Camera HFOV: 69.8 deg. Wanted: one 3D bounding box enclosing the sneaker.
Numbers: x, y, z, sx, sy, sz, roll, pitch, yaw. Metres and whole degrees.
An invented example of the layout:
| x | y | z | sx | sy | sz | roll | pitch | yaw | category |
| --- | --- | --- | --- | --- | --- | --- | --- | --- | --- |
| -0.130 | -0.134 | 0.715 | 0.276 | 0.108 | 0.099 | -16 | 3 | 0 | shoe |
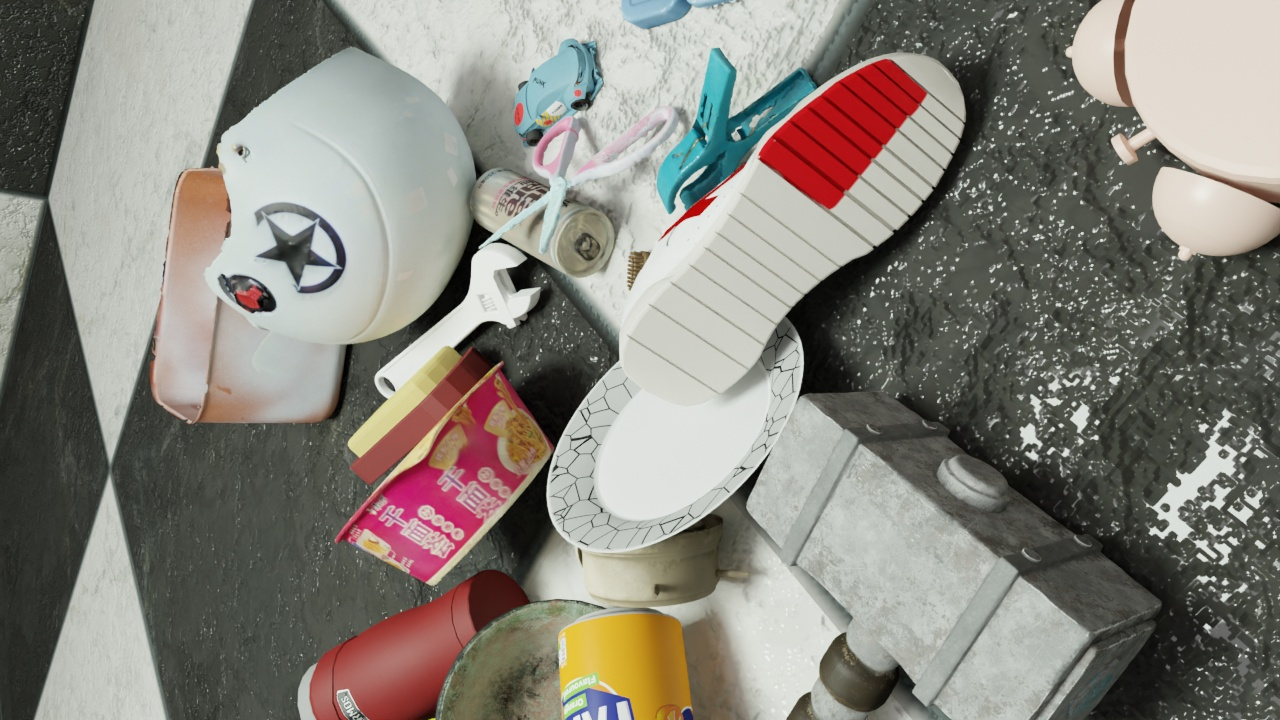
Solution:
| x | y | z | sx | sy | sz | roll | pitch | yaw | category |
| --- | --- | --- | --- | --- | --- | --- | --- | --- | --- |
| 0.074 | -0.086 | 0.538 | 0.237 | 0.090 | 0.104 | -50 | 22 | 20 | sneaker |

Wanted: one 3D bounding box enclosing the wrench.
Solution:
| x | y | z | sx | sy | sz | roll | pitch | yaw | category |
| --- | --- | --- | --- | --- | --- | --- | --- | --- | --- |
| -0.174 | -0.023 | 0.821 | 0.066 | 0.018 | 0.274 | 52 | 134 | -6 | wrench |

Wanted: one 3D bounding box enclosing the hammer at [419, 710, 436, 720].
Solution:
| x | y | z | sx | sy | sz | roll | pitch | yaw | category |
| --- | --- | --- | --- | --- | --- | --- | --- | --- | --- |
| -0.124 | 0.353 | 0.699 | 0.033 | 0.115 | 0.323 | -53 | 39 | 1 | hammer |

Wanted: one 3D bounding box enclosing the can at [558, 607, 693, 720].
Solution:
| x | y | z | sx | sy | sz | roll | pitch | yaw | category |
| --- | --- | --- | --- | --- | --- | --- | --- | --- | --- |
| -0.007 | 0.226 | 0.549 | 0.079 | 0.079 | 0.142 | -35 | 49 | 39 | can |

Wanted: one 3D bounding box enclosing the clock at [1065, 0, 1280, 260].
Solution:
| x | y | z | sx | sy | sz | roll | pitch | yaw | category |
| --- | --- | --- | --- | --- | --- | --- | --- | --- | --- |
| 0.255 | -0.129 | 0.350 | 0.161 | 0.086 | 0.131 | -39 | 58 | 44 | clock |

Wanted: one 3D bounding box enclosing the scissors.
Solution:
| x | y | z | sx | sy | sz | roll | pitch | yaw | category |
| --- | --- | --- | --- | --- | --- | --- | --- | --- | --- |
| -0.042 | -0.139 | 0.665 | 0.173 | 0.014 | 0.170 | -18 | 39 | 25 | scissors |

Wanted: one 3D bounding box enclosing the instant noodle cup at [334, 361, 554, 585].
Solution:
| x | y | z | sx | sy | sz | roll | pitch | yaw | category |
| --- | --- | --- | --- | --- | --- | --- | --- | --- | --- |
| -0.136 | 0.092 | 0.688 | 0.077 | 0.178 | 0.179 | 43 | 125 | -4 | instant noodle cup |

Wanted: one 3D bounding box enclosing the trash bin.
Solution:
| x | y | z | sx | sy | sz | roll | pitch | yaw | category |
| --- | --- | --- | --- | --- | --- | --- | --- | --- | --- |
| -0.417 | -0.068 | 1.003 | 0.182 | 0.157 | 0.260 | 13 | 96 | 47 | trash bin |

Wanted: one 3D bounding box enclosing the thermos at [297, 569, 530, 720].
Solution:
| x | y | z | sx | sy | sz | roll | pitch | yaw | category |
| --- | --- | --- | --- | --- | --- | --- | --- | --- | --- |
| -0.179 | 0.238 | 0.748 | 0.199 | 0.107 | 0.084 | -32 | 102 | 23 | thermos |

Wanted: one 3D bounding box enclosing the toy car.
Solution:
| x | y | z | sx | sy | sz | roll | pitch | yaw | category |
| --- | --- | --- | --- | --- | --- | --- | --- | --- | --- |
| -0.077 | -0.218 | 0.749 | 0.108 | 0.027 | 0.060 | -26 | 67 | 42 | toy car |

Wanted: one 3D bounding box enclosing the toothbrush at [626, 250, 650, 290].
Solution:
| x | y | z | sx | sy | sz | roll | pitch | yaw | category |
| --- | --- | --- | --- | --- | --- | --- | --- | --- | --- |
| -0.004 | 0.004 | 0.655 | 0.016 | 0.016 | 0.166 | -1 | 85 | 48 | toothbrush |

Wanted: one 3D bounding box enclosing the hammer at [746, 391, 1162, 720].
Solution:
| x | y | z | sx | sy | sz | roll | pitch | yaw | category |
| --- | --- | --- | --- | --- | --- | --- | --- | --- | --- |
| 0.101 | 0.189 | 0.485 | 0.177 | 0.079 | 0.327 | 44 | 122 | 40 | hammer |

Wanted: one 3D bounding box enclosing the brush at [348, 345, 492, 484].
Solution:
| x | y | z | sx | sy | sz | roll | pitch | yaw | category |
| --- | --- | --- | --- | --- | --- | --- | --- | --- | --- |
| -0.201 | 0.044 | 0.807 | 0.042 | 0.082 | 0.174 | 45 | 129 | -11 | brush |

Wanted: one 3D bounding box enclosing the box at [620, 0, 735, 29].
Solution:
| x | y | z | sx | sy | sz | roll | pitch | yaw | category |
| --- | --- | --- | --- | --- | --- | --- | --- | --- | --- |
| 0.041 | -0.347 | 0.643 | 0.126 | 0.020 | 0.209 | 5 | 90 | 48 | box |

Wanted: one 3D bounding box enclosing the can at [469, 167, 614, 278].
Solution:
| x | y | z | sx | sy | sz | roll | pitch | yaw | category |
| --- | --- | --- | --- | --- | --- | --- | --- | --- | --- |
| -0.081 | -0.111 | 0.722 | 0.136 | 0.054 | 0.054 | 32 | 109 | 44 | can |

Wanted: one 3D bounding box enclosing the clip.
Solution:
| x | y | z | sx | sy | sz | roll | pitch | yaw | category |
| --- | --- | --- | --- | --- | --- | --- | --- | --- | --- |
| 0.059 | -0.140 | 0.589 | 0.121 | 0.103 | 0.027 | -49 | 49 | 40 | clip |

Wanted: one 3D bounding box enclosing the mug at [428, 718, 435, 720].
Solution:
| x | y | z | sx | sy | sz | roll | pitch | yaw | category |
| --- | --- | --- | --- | --- | --- | --- | --- | --- | --- |
| -0.102 | 0.292 | 0.660 | 0.083 | 0.106 | 0.082 | -7 | 80 | 47 | mug |

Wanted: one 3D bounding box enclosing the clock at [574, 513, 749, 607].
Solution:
| x | y | z | sx | sy | sz | roll | pitch | yaw | category |
| --- | --- | --- | --- | --- | --- | --- | --- | --- | --- |
| -0.004 | 0.127 | 0.591 | 0.141 | 0.092 | 0.054 | -4 | 90 | 54 | clock |

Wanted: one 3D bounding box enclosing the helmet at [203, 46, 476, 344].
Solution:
| x | y | z | sx | sy | sz | roll | pitch | yaw | category |
| --- | --- | --- | --- | --- | --- | --- | --- | --- | --- |
| -0.231 | -0.117 | 0.788 | 0.164 | 0.235 | 0.265 | 26 | 127 | 4 | helmet |

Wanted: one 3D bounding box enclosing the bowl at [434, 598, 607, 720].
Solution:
| x | y | z | sx | sy | sz | roll | pitch | yaw | category |
| --- | --- | --- | --- | --- | --- | --- | --- | --- | --- |
| -0.054 | 0.241 | 0.606 | 0.039 | 0.157 | 0.157 | 102 | 150 | -58 | bowl |

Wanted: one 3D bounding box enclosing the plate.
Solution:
| x | y | z | sx | sy | sz | roll | pitch | yaw | category |
| --- | --- | --- | --- | --- | --- | --- | --- | --- | --- |
| 0.021 | 0.040 | 0.565 | 0.189 | 0.016 | 0.188 | -30 | 32 | 21 | plate |
